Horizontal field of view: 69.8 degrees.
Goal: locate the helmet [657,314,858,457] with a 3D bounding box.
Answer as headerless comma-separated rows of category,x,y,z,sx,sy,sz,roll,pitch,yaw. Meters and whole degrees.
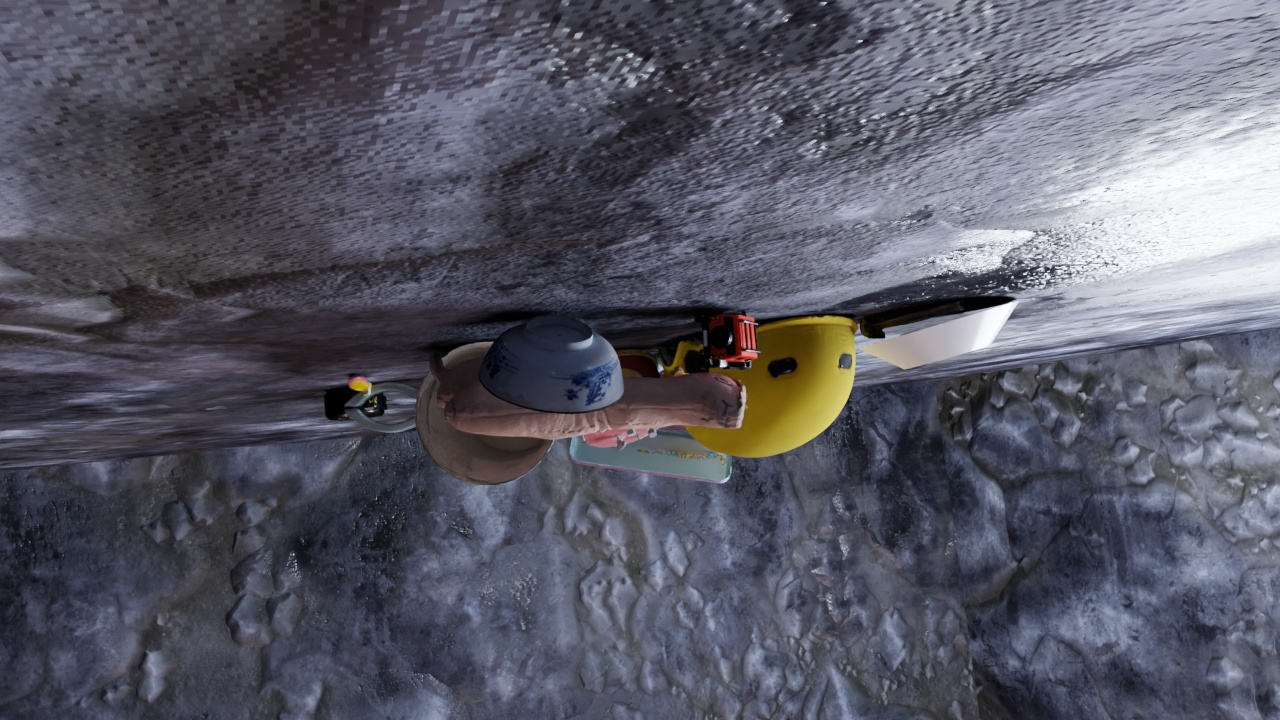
helmet,0.140,0.037,1.021,0.208,0.139,0.240,-4,174,-24

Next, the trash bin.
trash bin,-0.140,0.049,0.919,0.133,0.133,0.161,-6,180,1

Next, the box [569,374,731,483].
box,0.018,0.086,1.213,0.214,0.140,0.062,8,169,1

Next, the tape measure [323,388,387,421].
tape measure,-0.370,0.057,1.183,0.072,0.042,0.071,-3,178,-5

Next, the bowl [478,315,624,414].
bowl,-0.065,-0.005,0.709,0.114,0.045,0.114,8,-157,-4

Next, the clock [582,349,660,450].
clock,-0.018,0.061,1.089,0.117,0.081,0.159,-24,152,3

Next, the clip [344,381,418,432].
clip,-0.283,0.049,1.147,0.162,0.090,0.027,9,174,-8

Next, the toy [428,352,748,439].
toy,-0.044,0.022,0.794,0.264,0.065,0.196,-4,-158,-22

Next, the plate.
plate,0.330,-0.021,1.006,0.174,0.036,0.174,-16,177,-1

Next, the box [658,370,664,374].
box,0.087,0.029,1.322,0.230,0.085,0.091,-4,-157,-29

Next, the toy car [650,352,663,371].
toy car,-0.007,0.007,1.132,0.107,0.027,0.060,-2,174,-38

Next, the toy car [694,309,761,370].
toy car,0.083,-0.018,0.822,0.049,0.051,0.100,-6,175,26

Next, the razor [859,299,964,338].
razor,0.285,-0.045,0.955,0.106,0.026,0.042,-16,169,39

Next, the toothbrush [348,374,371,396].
toothbrush,-0.322,0.029,1.060,0.021,0.016,0.135,-4,175,-11
